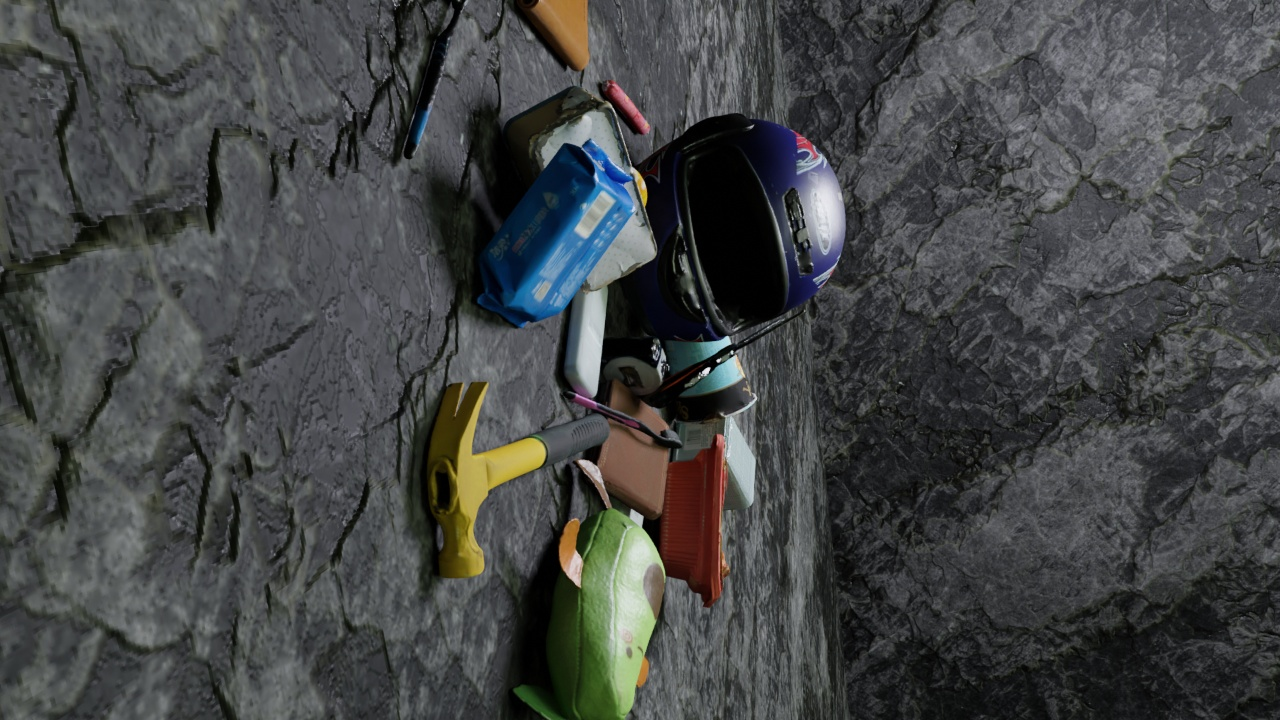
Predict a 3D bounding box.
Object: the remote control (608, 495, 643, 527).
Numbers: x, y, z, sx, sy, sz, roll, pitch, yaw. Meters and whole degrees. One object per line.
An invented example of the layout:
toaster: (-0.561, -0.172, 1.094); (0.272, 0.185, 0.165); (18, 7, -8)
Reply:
remote control: (-0.022, 0.188, 0.939); (0.058, 0.021, 0.149); (60, 29, -43)

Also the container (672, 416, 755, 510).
container: (0.097, 0.135, 1.234); (0.111, 0.090, 0.090); (63, 27, -46)

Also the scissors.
scissors: (0.081, 0.005, 1.027); (0.233, 0.222, 0.021); (-32, 92, -46)

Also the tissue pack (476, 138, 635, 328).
tissue pack: (-0.069, -0.098, 0.729); (0.157, 0.052, 0.095); (-54, 161, 4)

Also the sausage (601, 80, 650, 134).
sausage: (-0.016, -0.300, 1.093); (0.155, 0.020, 0.020); (22, 64, -71)

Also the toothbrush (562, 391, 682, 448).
toothbrush: (-0.014, 0.058, 0.920); (0.189, 0.014, 0.017); (29, 36, -46)

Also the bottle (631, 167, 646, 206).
bottle: (-0.040, -0.158, 0.903); (0.108, 0.063, 0.063); (-33, 118, -55)

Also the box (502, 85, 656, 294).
box: (-0.048, -0.142, 0.810); (0.061, 0.089, 0.184); (46, -20, 44)

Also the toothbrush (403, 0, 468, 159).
toothbrush: (-0.146, -0.216, 0.656); (0.016, 0.014, 0.189); (60, 32, -53)

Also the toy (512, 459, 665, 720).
toy: (-0.029, 0.210, 0.801); (0.246, 0.090, 0.227); (-79, 150, -50)

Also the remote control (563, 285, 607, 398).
remote control: (-0.053, -0.031, 0.897); (0.056, 0.020, 0.135); (60, 30, -56)

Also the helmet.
helmet: (0.113, -0.153, 1.058); (0.314, 0.241, 0.247); (-68, 142, -65)

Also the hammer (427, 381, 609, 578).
hammer: (-0.087, 0.074, 0.741); (0.300, 0.033, 0.129); (-10, 97, -73)

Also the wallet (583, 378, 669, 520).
wallet: (-0.013, 0.092, 0.945); (0.101, 0.032, 0.124); (43, 40, -35)

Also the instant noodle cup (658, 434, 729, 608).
instant noodle cup: (0.062, 0.190, 1.070); (0.165, 0.079, 0.188); (90, 2, -69)

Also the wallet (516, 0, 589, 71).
wallet: (-0.081, -0.354, 0.877); (0.131, 0.031, 0.107); (26, 62, -72)

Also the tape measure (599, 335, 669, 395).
tape measure: (-0.006, 0.006, 0.965); (0.066, 0.066, 0.033); (65, 31, -44)

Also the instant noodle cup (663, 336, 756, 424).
instant noodle cup: (0.084, 0.009, 1.204); (0.111, 0.111, 0.120); (-49, 124, -67)
